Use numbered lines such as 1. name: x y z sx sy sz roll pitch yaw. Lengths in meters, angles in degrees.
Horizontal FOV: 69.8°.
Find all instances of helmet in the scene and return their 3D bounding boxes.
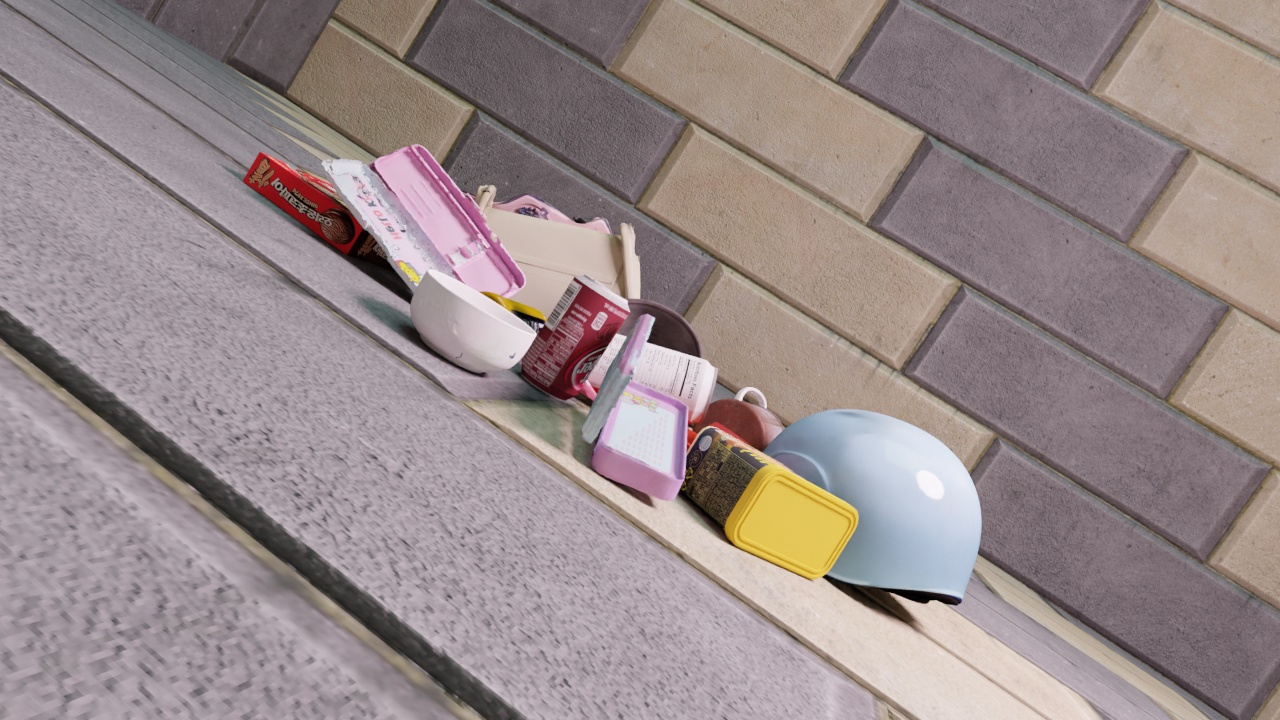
1. helmet: 0.232 0.137 0.950 0.225 0.167 0.266 19 1 -30
2. helmet: -0.178 -0.164 1.361 0.255 0.152 0.230 17 1 -27

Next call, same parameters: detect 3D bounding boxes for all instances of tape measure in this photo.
1. tape measure: 0.087 0.085 0.919 0.051 0.019 0.059 36 12 12

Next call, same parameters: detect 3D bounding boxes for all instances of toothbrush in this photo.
1. toothbrush: -0.061 0.021 0.920 0.135 0.022 0.016 46 11 3

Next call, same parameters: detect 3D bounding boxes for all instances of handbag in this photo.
1. handbag: -0.110 -0.103 1.152 0.229 0.184 0.132 14 3 -4

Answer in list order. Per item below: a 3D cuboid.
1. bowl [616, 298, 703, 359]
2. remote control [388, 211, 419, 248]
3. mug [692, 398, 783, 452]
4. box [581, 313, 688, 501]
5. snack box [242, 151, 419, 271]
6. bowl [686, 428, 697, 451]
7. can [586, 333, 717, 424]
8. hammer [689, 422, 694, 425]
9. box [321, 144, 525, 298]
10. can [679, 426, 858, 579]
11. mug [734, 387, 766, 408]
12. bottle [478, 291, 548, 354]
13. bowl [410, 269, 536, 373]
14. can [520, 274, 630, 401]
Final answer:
1. bowl: -0.006 0.006 1.049 0.145 0.144 0.067 34 -33 11
2. remote control: -0.282 -0.158 1.022 0.050 0.011 0.136 29 6 -43
3. mug: 0.101 0.092 1.083 0.123 0.096 0.110 -4 -14 20
4. box: 0.009 0.027 0.771 0.090 0.093 0.214 23 13 -2
5. snack box: -0.327 -0.156 0.998 0.152 0.036 0.132 34 4 15
6. bowl: 0.059 0.102 0.904 0.122 0.035 0.122 33 4 -3
7. can: 0.008 0.018 0.958 0.132 0.070 0.070 16 5 -1
8. hammer: 0.040 0.070 1.227 0.119 0.030 0.331 27 -2 20
9. box: -0.223 -0.129 0.945 0.201 0.059 0.155 52 41 4
10. can: 0.106 0.121 0.799 0.130 0.072 0.101 30 3 -36
11. mug: 0.137 0.086 1.195 0.075 0.111 0.076 -13 -32 44
12. bottle: -0.130 -0.034 0.954 0.053 0.053 0.186 34 4 12
13. bowl: -0.144 -0.027 0.761 0.105 0.054 0.105 30 4 -3
14. can: -0.063 -0.022 0.880 0.063 0.114 0.063 33 4 -3
